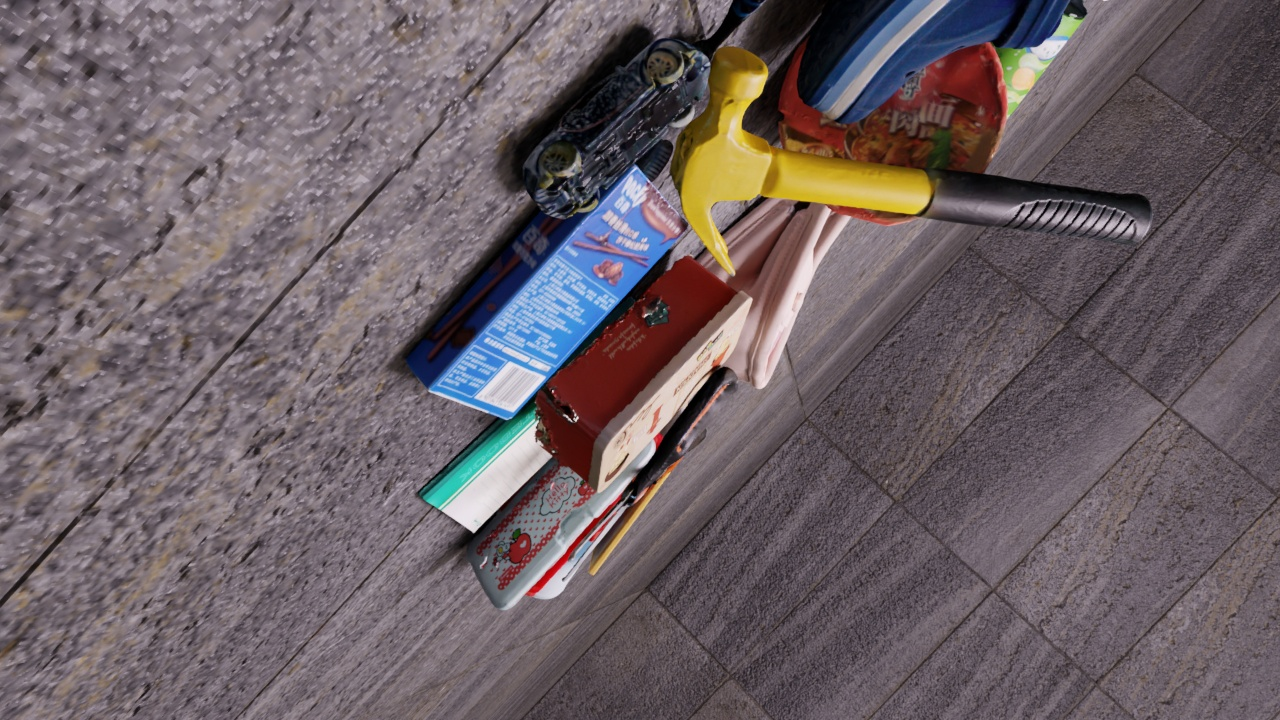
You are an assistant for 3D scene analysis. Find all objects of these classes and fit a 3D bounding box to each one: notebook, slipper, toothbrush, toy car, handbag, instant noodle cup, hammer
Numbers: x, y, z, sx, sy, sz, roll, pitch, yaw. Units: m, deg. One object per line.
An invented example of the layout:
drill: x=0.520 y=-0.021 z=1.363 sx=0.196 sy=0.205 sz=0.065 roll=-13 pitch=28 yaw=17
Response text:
notebook: x=-0.001 y=0.115 z=0.967 sx=0.207 sy=0.010 sz=0.145 roll=-57 pitch=-166 yaw=38
slipper: x=0.195 y=-0.218 z=0.485 sx=0.254 sy=0.095 sz=0.104 roll=-39 pitch=-160 yaw=34
toothbrush: x=0.053 y=-0.161 z=0.388 sx=0.016 sy=0.014 sz=0.190 roll=-24 pitch=180 yaw=-25
toy car: x=-0.012 y=-0.111 z=0.430 sx=0.105 sy=0.031 sz=0.049 roll=-42 pitch=165 yaw=-2
handbag: x=0.134 y=-0.094 z=0.818 sx=0.234 sy=0.093 sz=0.193 roll=-52 pitch=167 yaw=-7
notebook: x=-0.075 y=0.048 z=0.725 sx=0.209 sy=0.012 sz=0.150 roll=-44 pitch=164 yaw=-10
toothbrush: x=-0.042 y=-0.053 z=0.536 sx=0.188 sy=0.016 sz=0.017 roll=-51 pitch=157 yaw=16
instant noodle cup: x=0.164 y=-0.161 z=0.617 sx=0.138 sy=0.138 sz=0.108 roll=-50 pitch=175 yaw=13
hammer: x=0.162 y=-0.097 z=0.532 sx=0.300 sy=0.032 sz=0.129 roll=4 pitch=137 yaw=-14

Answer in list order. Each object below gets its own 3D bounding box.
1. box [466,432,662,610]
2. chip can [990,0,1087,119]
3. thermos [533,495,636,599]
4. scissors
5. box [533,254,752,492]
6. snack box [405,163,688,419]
box: x=-0.060 y=0.134 z=0.813 sx=0.201 sy=0.095 sz=0.100 roll=-48 pitch=-156 yaw=3
chip can: x=0.358 y=-0.276 z=0.958 sx=0.072 sy=0.072 sz=0.237 roll=-32 pitch=159 yaw=-44
thermos: x=-0.066 y=0.168 z=0.957 sx=0.070 sy=0.070 sz=0.221 roll=-30 pitch=159 yaw=-49
scissors: x=0.012 y=0.091 z=0.739 sx=0.221 sy=0.022 sz=0.232 roll=-56 pitch=169 yaw=29
box: x=-0.004 y=0.004 z=0.662 sx=0.168 sy=0.077 sz=0.091 roll=-44 pitch=163 yaw=-27
snack box: x=-0.047 y=-0.038 z=0.502 sx=0.157 sy=0.026 sz=0.084 roll=-46 pitch=154 yaw=6
